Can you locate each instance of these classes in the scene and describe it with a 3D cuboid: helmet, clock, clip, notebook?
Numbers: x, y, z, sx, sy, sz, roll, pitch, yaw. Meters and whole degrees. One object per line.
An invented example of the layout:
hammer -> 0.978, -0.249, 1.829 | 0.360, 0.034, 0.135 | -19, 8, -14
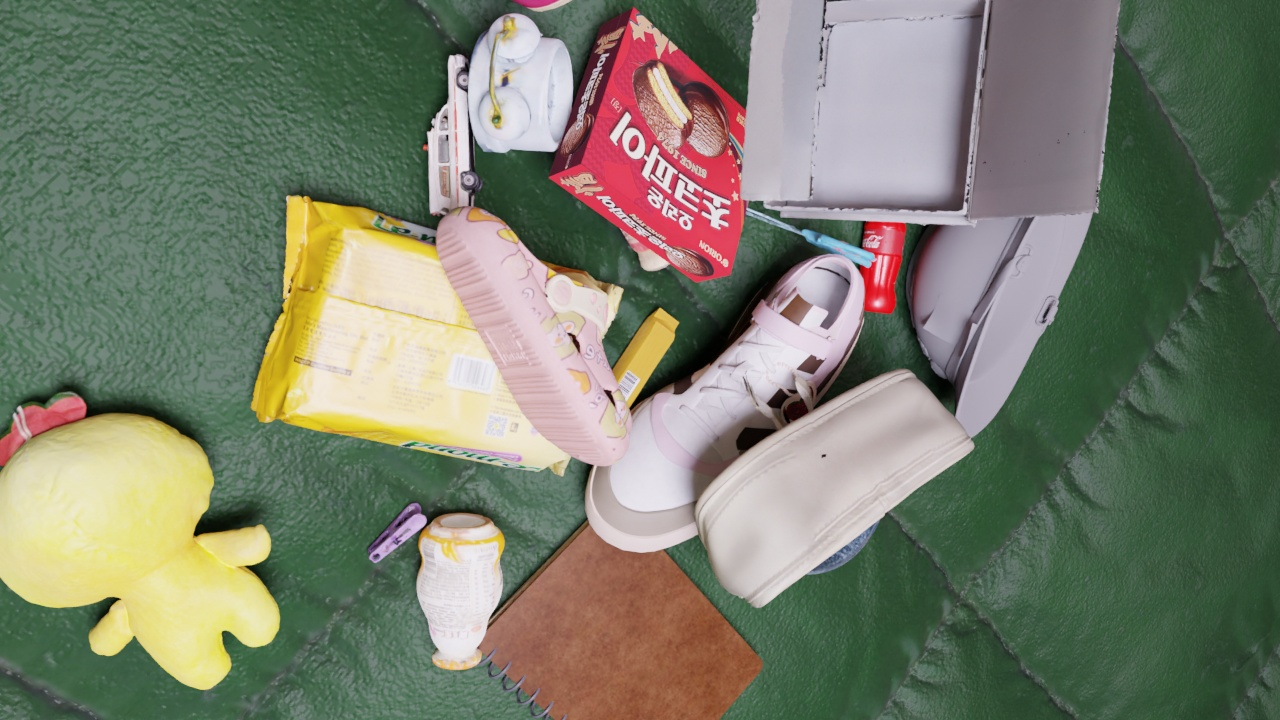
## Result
helmet -> 0.295, -0.073, 0.815 | 0.183, 0.118, 0.271 | 22, 94, -56
clock -> -0.084, -0.183, 0.618 | 0.057, 0.117, 0.083 | 7, 93, 9
clip -> -0.179, 0.128, 0.674 | 0.051, 0.032, 0.013 | -44, 113, -10
notebook -> -0.015, 0.247, 0.767 | 0.167, 0.024, 0.225 | -45, 112, -14

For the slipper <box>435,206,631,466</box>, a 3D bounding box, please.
slipper -> -0.054, -0.022, 0.600 | 0.081, 0.093, 0.197 | -40, 112, -26

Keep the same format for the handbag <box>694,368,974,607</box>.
handbag -> 0.130, 0.078, 0.684 | 0.228, 0.184, 0.132 | -29, 69, -18

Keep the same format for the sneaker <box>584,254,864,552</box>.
sneaker -> 0.074, 0.025, 0.701 | 0.293, 0.116, 0.111 | -42, 74, -14

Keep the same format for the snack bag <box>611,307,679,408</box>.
snack bag -> -0.004, 0.004, 0.737 | 0.026, 0.020, 0.099 | 36, 82, -29

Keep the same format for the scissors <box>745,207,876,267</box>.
scissors -> 0.143, -0.097, 0.738 | 0.129, 0.135, 0.015 | 15, 106, -48

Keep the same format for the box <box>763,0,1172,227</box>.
box -> 0.202, -0.179, 0.626 | 0.164, 0.330, 0.167 | 2, 96, -12

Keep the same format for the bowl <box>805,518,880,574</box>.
bowl -> 0.142, 0.111, 0.799 | 0.137, 0.057, 0.137 | -4, 99, -24

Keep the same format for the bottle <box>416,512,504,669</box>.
bottle -> -0.134, 0.171, 0.679 | 0.063, 0.063, 0.109 | 1, 97, -25

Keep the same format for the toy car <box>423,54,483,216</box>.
toy car -> -0.133, -0.155, 0.647 | 0.039, 0.039, 0.113 | -1, 98, -3

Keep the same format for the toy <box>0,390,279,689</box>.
toy -> -0.317, 0.116, 0.573 | 0.133, 0.092, 0.208 | -39, 114, -11

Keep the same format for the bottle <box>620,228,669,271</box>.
bottle -> -0.006, -0.122, 0.705 | 0.044, 0.044, 0.109 | -39, 112, -15

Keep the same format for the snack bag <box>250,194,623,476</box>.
snack bag -> -0.138, -0.009, 0.647 | 0.247, 0.068, 0.159 | 13, 93, -25

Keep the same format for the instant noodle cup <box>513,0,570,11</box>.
instant noodle cup -> -0.059, -0.307, 0.592 | 0.077, 0.179, 0.178 | 29, 85, -42

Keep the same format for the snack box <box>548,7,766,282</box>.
snack box -> 0.019, -0.154, 0.677 | 0.152, 0.036, 0.132 | 31, 65, -36

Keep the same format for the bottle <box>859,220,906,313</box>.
bottle -> 0.214, -0.102, 0.811 | 0.036, 0.036, 0.119 | 5, 95, -25
